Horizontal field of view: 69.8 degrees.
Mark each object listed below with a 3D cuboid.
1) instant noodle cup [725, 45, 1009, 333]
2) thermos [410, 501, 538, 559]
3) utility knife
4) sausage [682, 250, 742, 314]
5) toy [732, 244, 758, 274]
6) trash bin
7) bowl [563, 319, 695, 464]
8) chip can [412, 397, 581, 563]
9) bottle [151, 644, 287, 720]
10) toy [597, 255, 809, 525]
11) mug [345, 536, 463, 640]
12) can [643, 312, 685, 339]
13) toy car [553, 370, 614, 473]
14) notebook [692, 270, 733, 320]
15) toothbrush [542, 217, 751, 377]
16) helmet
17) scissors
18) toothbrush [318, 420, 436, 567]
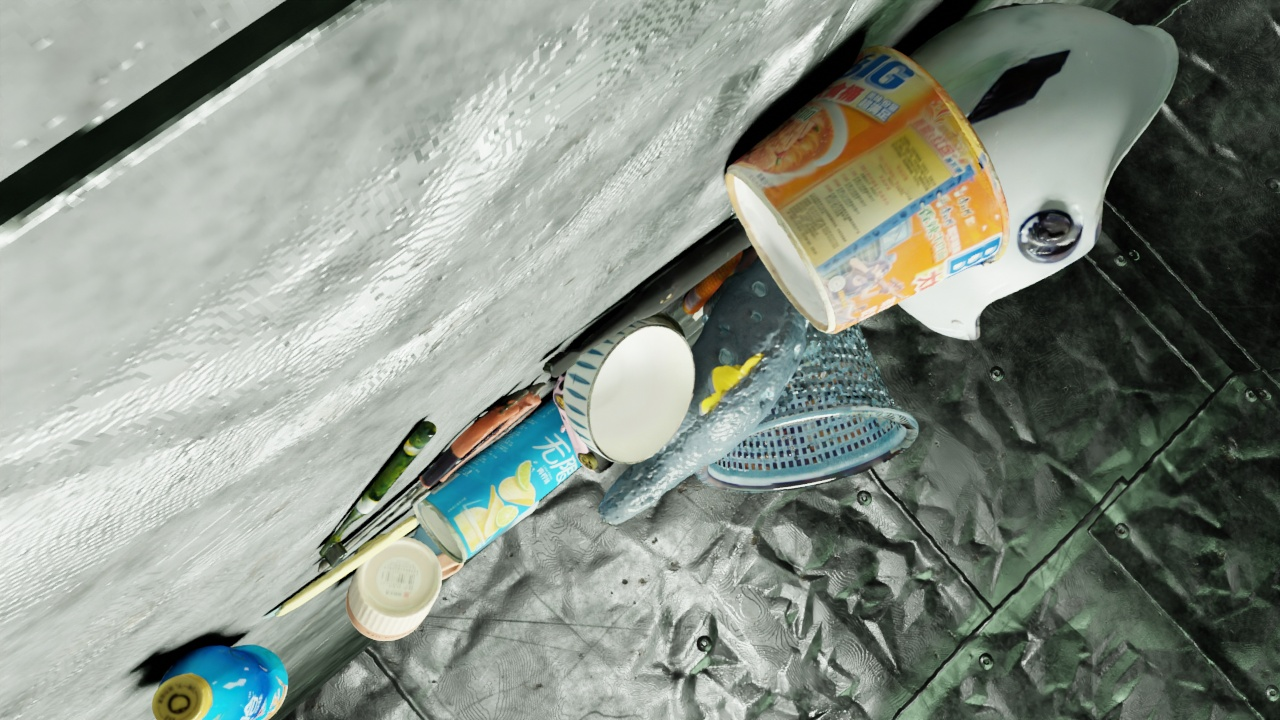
[{"bbox_3d":[0.129,-0.094,0.557,0.111,0.151,0.151,-32,175,0],"label":"instant noodle cup"},{"bbox_3d":[-0.188,0.182,1.061,0.070,0.070,0.220,-42,174,18],"label":"thermos"},{"bbox_3d":[-0.250,0.177,0.789,0.162,0.018,0.031,-39,171,-38],"label":"utility knife"},{"bbox_3d":[0.071,-0.080,0.924,0.021,0.021,0.165,-39,175,-22],"label":"sausage"},{"bbox_3d":[0.167,-0.127,0.996,0.121,0.054,0.160,-36,-176,-40],"label":"toy"},{"bbox_3d":[0.152,0.012,0.962,0.226,0.194,0.227,-8,155,-4],"label":"trash bin"},{"bbox_3d":[-0.018,0.020,0.748,0.116,0.116,0.066,-38,-142,-28],"label":"bowl"},{"bbox_3d":[-0.104,0.094,0.845,0.209,0.071,0.071,-38,175,-30],"label":"chip can"},{"bbox_3d":[-0.298,0.234,0.648,0.065,0.065,0.219,-39,174,-21],"label":"bottle"},{"bbox_3d":[0.077,0.005,0.826,0.356,0.091,0.138,-58,-157,-5],"label":"toy"},{"bbox_3d":[-0.228,0.219,0.903,0.114,0.081,0.106,-20,164,-28],"label":"mug"},{"bbox_3d":[-0.005,0.005,0.885,0.058,0.058,0.147,-38,175,-26],"label":"can"},{"bbox_3d":[-0.044,0.047,0.810,0.056,0.037,0.122,-42,134,-28],"label":"toy car"},{"bbox_3d":[0.156,-0.136,1.149,0.206,0.010,0.146,-39,174,-19],"label":"notebook"},{"bbox_3d":[0.009,-0.049,0.707,0.212,0.026,0.027,-37,-148,-25],"label":"toothbrush"},{"bbox_3d":[0.242,-0.160,0.685,0.259,0.146,0.228,-56,-167,46],"label":"helmet"},{"bbox_3d":[-0.163,0.091,0.703,0.205,0.015,0.194,-37,175,-39],"label":"scissors"},{"bbox_3d":[-0.173,0.091,0.598,0.012,0.017,0.186,-25,165,-48],"label":"toothbrush"}]
